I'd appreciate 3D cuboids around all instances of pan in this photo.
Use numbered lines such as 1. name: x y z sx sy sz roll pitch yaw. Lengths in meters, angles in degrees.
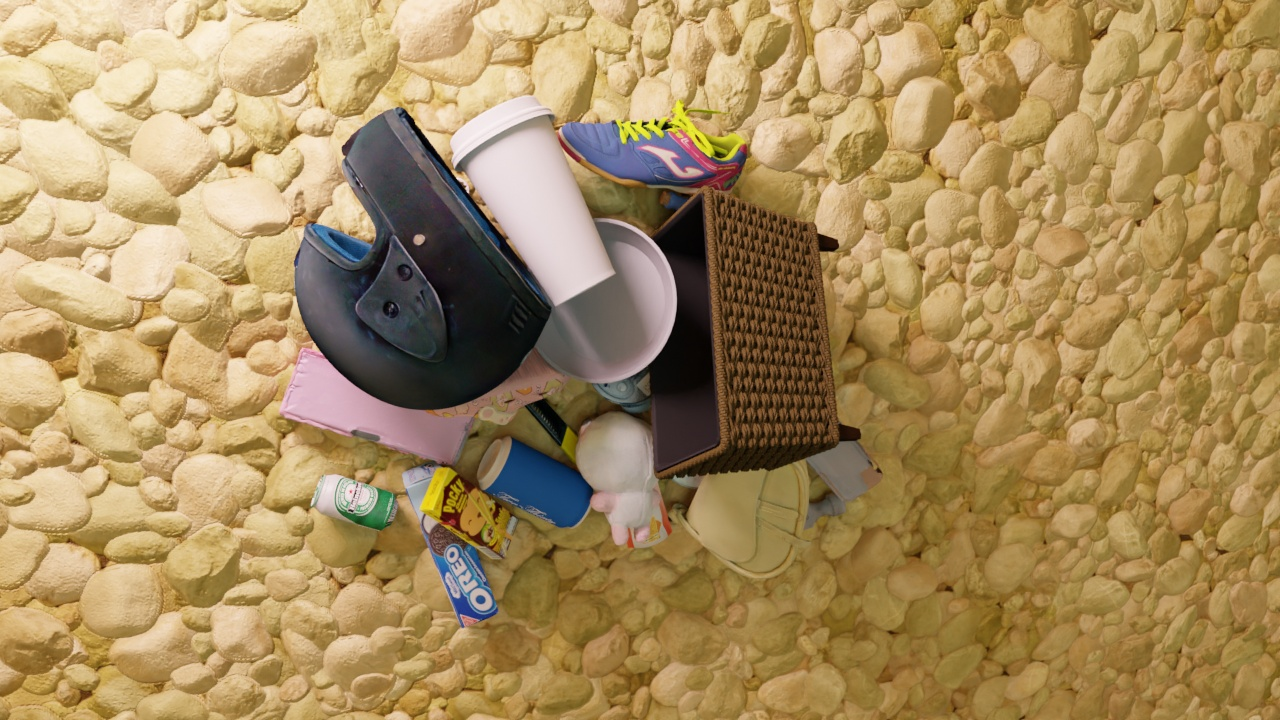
1. pan: -0.080 -0.145 1.134 0.201 0.050 0.356 -24 85 18

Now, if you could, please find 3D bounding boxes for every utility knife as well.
1. utility knife: -0.131 0.069 1.234 0.028 0.020 0.213 -45 112 -19

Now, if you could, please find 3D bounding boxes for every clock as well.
1. clock: -0.007 0.007 1.230 0.118 0.060 0.162 -45 113 0

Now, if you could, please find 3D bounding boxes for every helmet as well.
1. helmet: -0.267 -0.089 1.032 0.236 0.249 0.316 -36 104 1

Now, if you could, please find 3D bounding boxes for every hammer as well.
1. hammer: 0.208 0.106 1.335 0.139 0.035 0.313 -17 109 -9

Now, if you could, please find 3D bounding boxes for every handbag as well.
1. handbag: 0.151 0.191 1.275 0.191 0.088 0.233 17 120 -6

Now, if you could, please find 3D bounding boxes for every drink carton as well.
1. drink carton: -0.001 0.201 1.304 0.069 0.039 0.122 -18 103 -10

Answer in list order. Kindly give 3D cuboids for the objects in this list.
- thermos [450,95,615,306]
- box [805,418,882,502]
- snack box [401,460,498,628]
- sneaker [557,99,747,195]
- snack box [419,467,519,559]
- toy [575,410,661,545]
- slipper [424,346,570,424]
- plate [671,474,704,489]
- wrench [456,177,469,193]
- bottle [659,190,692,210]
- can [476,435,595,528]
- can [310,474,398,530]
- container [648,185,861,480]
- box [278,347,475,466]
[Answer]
1. thermos: -0.117 -0.180 1.064 0.131 0.131 0.222 -29 94 -7
2. box: 0.256 0.109 1.302 0.081 0.062 0.216 -38 110 10
3. snack box: -0.254 0.246 1.229 0.059 0.059 0.226 -20 110 -14
4. sneaker: 0.019 -0.274 1.143 0.241 0.116 0.091 8 131 -22
5. snack box: -0.219 0.200 1.187 0.149 0.026 0.061 47 49 -41
6. toy: -0.020 0.155 1.228 0.138 0.102 0.179 -1 83 -44
7. slipper: -0.179 0.045 1.162 0.197 0.093 0.082 -15 122 -19
8. plate: 0.094 0.112 1.298 0.157 0.014 0.157 -2 113 -5
9. wrench: -0.181 -0.105 1.175 0.047 0.009 0.273 -26 111 -8
10. bottle: 0.086 -0.192 1.206 0.131 0.048 0.048 18 100 -20
11. can: -0.140 0.164 1.225 0.146 0.079 0.079 30 95 -21
12. can: -0.366 0.183 1.180 0.101 0.053 0.053 22 98 -21
13. container: 0.137 -0.021 1.138 0.204 0.177 0.320 6 70 -24
14. box: -0.329 0.061 1.165 0.232 0.037 0.098 22 99 -20
